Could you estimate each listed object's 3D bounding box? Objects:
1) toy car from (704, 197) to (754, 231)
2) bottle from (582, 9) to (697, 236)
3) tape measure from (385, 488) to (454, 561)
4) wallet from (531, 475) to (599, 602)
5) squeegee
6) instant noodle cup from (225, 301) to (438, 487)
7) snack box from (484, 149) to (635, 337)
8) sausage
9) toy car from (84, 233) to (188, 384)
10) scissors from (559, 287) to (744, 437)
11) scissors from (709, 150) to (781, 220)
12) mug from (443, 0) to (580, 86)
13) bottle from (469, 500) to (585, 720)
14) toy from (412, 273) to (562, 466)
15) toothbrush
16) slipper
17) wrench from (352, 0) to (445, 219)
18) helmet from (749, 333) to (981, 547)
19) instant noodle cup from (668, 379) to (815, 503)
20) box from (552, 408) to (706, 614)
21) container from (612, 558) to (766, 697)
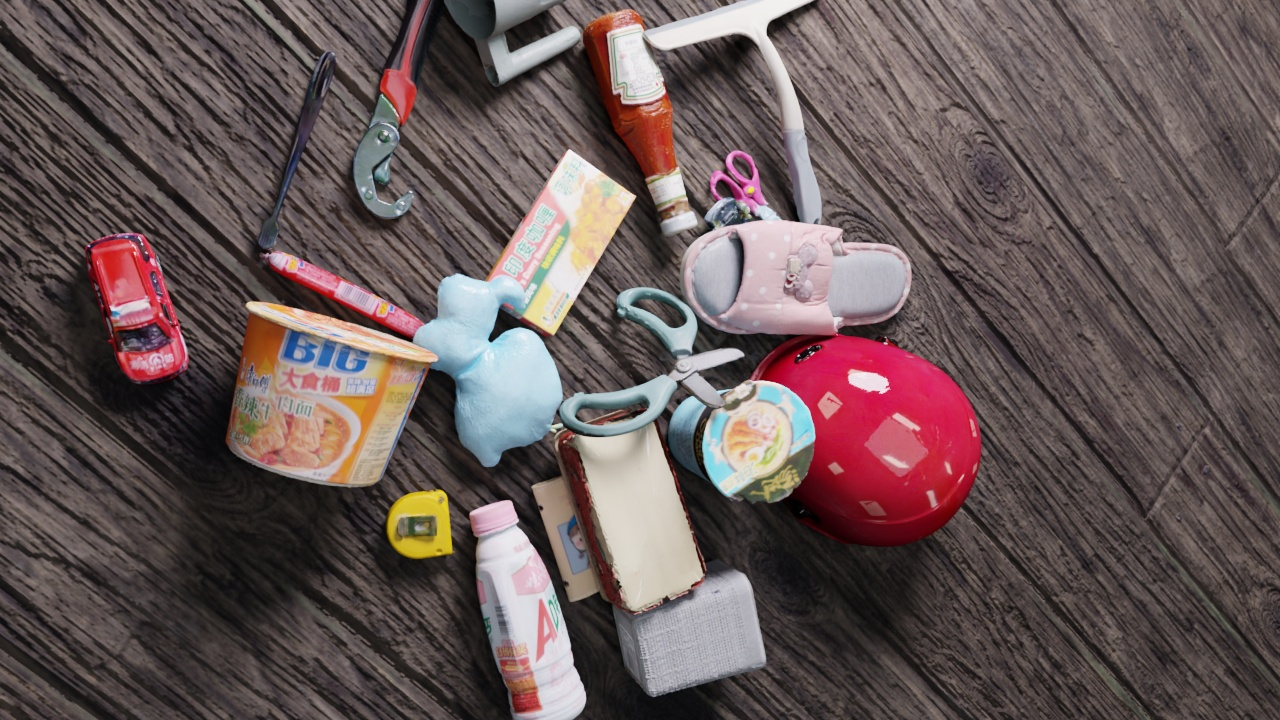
[{"bbox_3d":[0.098,-0.119,0.903,0.043,0.034,0.090,-50,119,-12],"label":"toy car"},{"bbox_3d":[0.005,-0.218,0.856,0.059,0.060,0.206,-22,98,-19],"label":"bottle"},{"bbox_3d":[-0.192,0.144,0.800,0.057,0.029,0.060,-5,91,-19],"label":"tape measure"},{"bbox_3d":[-0.044,0.156,0.858,0.087,0.024,0.115,-19,94,-14],"label":"wallet"},{"bbox_3d":[0.142,-0.235,0.903,0.245,0.039,0.246,-29,107,-32],"label":"squeegee"},{"bbox_3d":[-0.248,0.028,0.723,0.151,0.151,0.111,17,92,-19],"label":"instant noodle cup"},{"bbox_3d":[-0.076,-0.107,0.843,0.077,0.027,0.155,32,79,-16],"label":"snack box"},{"bbox_3d":[-0.249,-0.056,0.784,0.156,0.020,0.020,28,80,-18],"label":"sausage"},{"bbox_3d":[-0.395,-0.040,0.718,0.052,0.045,0.120,-19,98,-18],"label":"toy car"},{"bbox_3d":[-0.004,0.002,0.816,0.169,0.173,0.019,-25,140,-14],"label":"scissors"},{"bbox_3d":[0.122,-0.147,0.924,0.135,0.017,0.063,47,72,-18],"label":"scissors"},{"bbox_3d":[-0.107,-0.320,0.805,0.103,0.084,0.124,-37,129,-27],"label":"mug"},{"bbox_3d":[-0.106,0.224,0.815,0.068,0.068,0.197,-17,91,-20],"label":"bottle"},{"bbox_3d":[-0.127,0.010,0.808,0.156,0.050,0.161,27,93,-16],"label":"toy"},{"bbox_3d":[-0.288,-0.178,0.773,0.015,0.018,0.181,17,82,-12],"label":"toothbrush"},{"bbox_3d":[0.164,-0.077,0.899,0.274,0.054,0.114,1,103,-28],"label":"slipper"},{"bbox_3d":[-0.201,-0.258,0.803,0.056,0.016,0.273,14,85,-23],"label":"wrench"},{"bbox_3d":[0.230,0.076,0.897,0.240,0.144,0.206,32,81,-16],"label":"helmet"},{"bbox_3d":[0.084,0.070,0.852,0.111,0.120,0.111,-1,91,-21],"label":"instant noodle cup"},{"bbox_3d":[-0.009,0.132,0.816,0.091,0.080,0.168,-18,91,-21],"label":"box"},{"bbox_3d":[0.041,0.250,0.855,0.114,0.090,0.090,-12,94,-17],"label":"container"}]
